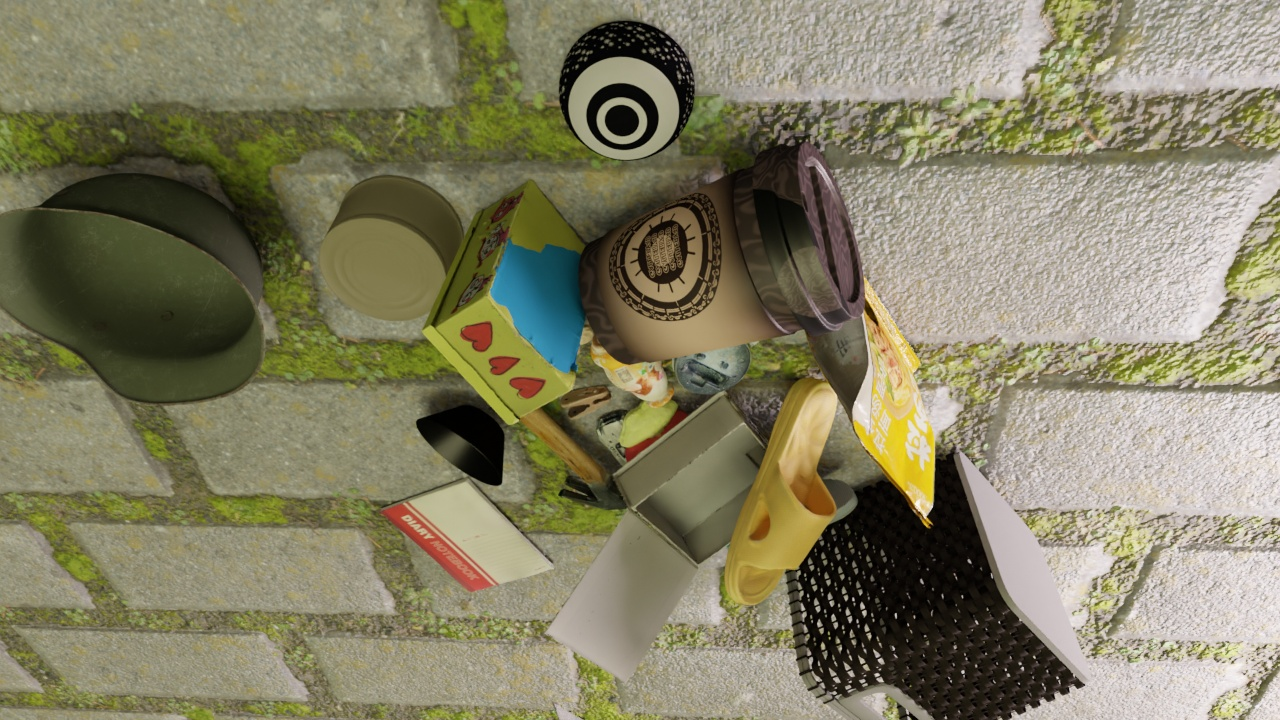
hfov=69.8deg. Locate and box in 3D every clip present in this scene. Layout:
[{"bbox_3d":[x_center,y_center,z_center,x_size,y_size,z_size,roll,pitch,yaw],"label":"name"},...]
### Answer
[{"bbox_3d":[-0.061,0.053,1.075,0.061,0.025,0.045,-12,130,11],"label":"clip"}]

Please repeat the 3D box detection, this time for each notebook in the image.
[{"bbox_3d":[-0.238,0.248,1.275,0.153,0.012,0.209,-21,127,22],"label":"notebook"}]

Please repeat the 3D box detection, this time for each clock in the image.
[{"bbox_3d":[0.080,-0.020,0.968,0.083,0.057,0.118,26,119,-28],"label":"clock"}]

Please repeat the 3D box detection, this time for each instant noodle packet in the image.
[{"bbox_3d":[0.232,0.039,0.903,0.084,0.221,0.163,-26,126,21],"label":"instant noodle packet"}]

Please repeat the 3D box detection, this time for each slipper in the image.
[{"bbox_3d":[0.153,0.206,1.147,0.269,0.098,0.055,-18,111,31],"label":"slipper"},{"bbox_3d":[0.174,0.150,1.010,0.078,0.263,0.099,17,179,39],"label":"slipper"}]

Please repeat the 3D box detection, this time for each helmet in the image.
[{"bbox_3d":[-0.484,-0.092,0.895,0.267,0.153,0.228,7,131,-7],"label":"helmet"}]

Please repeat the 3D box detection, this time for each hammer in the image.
[{"bbox_3d":[-0.124,0.070,1.076,0.132,0.033,0.330,-15,127,44],"label":"hammer"}]

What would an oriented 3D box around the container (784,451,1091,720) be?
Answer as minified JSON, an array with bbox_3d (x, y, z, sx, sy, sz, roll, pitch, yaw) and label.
[{"bbox_3d":[0.349,0.292,1.110,0.244,0.245,0.247,-33,122,25],"label":"container"}]

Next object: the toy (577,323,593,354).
[{"bbox_3d":[-0.104,-0.025,0.990,0.118,0.043,0.092,-13,134,28],"label":"toy"}]

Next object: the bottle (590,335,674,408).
[{"bbox_3d":[-0.006,0.006,1.001,0.063,0.063,0.109,-22,127,23],"label":"bottle"}]

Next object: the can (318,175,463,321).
[{"bbox_3d":[-0.247,-0.109,0.912,0.128,0.073,0.128,3,132,3],"label":"can"}]

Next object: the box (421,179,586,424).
[{"bbox_3d":[-0.112,-0.059,0.841,0.079,0.220,0.124,-27,121,24],"label":"box"}]

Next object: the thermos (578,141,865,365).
[{"bbox_3d":[0.071,-0.085,0.850,0.227,0.172,0.173,-16,129,27],"label":"thermos"}]

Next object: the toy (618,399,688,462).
[{"bbox_3d":[0.025,0.099,1.078,0.091,0.045,0.135,-34,122,-7],"label":"toy"}]

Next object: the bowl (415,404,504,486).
[{"bbox_3d":[-0.200,0.090,1.088,0.124,0.052,0.124,28,153,15],"label":"bowl"}]

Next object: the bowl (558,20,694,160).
[{"bbox_3d":[-0.013,-0.222,0.793,0.120,0.066,0.120,3,132,3],"label":"bowl"}]

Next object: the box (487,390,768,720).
[{"bbox_3d":[-0.001,0.233,1.050,0.418,0.108,0.166,-47,130,-4],"label":"box"}]

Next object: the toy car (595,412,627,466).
[{"bbox_3d":[-0.013,0.107,1.114,0.048,0.033,0.105,-21,126,24],"label":"toy car"}]
